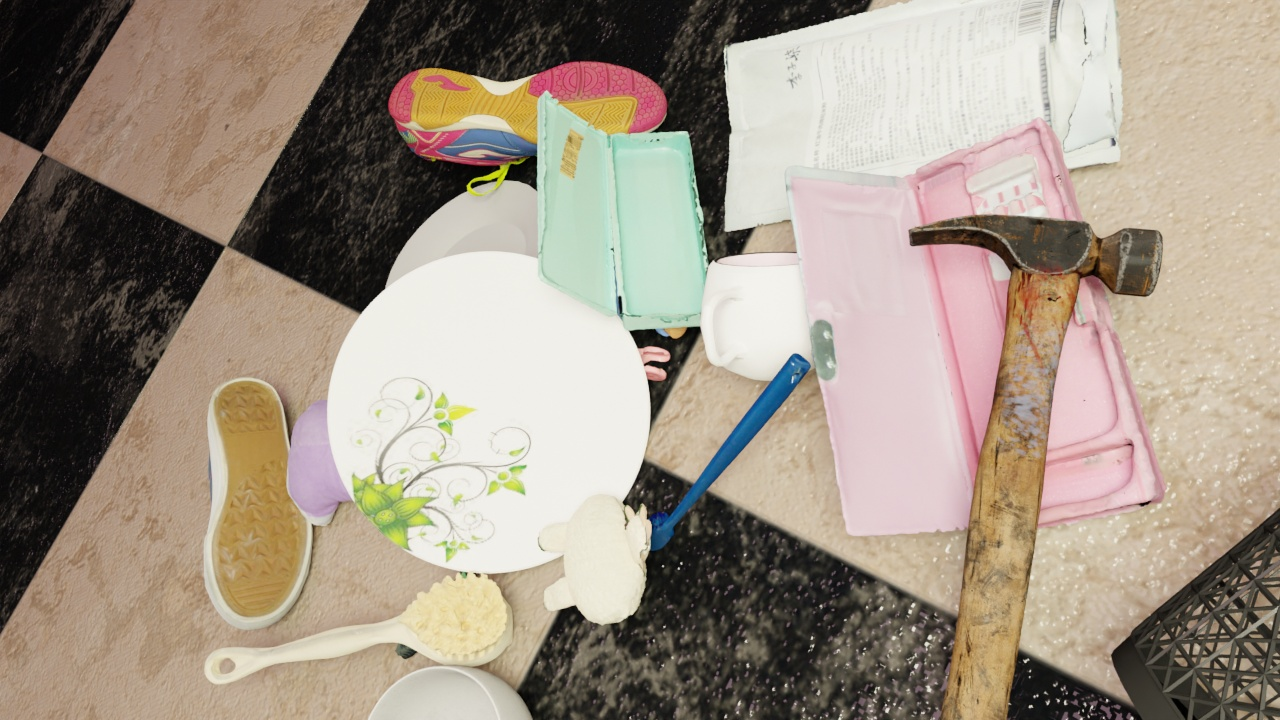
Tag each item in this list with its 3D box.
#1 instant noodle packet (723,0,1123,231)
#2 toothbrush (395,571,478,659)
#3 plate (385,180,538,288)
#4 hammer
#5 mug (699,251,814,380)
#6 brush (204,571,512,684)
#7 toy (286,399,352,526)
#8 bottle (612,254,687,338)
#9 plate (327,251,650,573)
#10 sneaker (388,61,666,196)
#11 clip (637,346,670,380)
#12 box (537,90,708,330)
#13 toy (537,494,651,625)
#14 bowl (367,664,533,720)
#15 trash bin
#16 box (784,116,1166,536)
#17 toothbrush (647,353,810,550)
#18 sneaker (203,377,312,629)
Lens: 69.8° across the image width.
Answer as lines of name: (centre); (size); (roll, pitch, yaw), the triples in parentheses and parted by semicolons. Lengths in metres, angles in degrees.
instant noodle packet: (0.177, -0.175, 0.627); (0.270, 0.057, 0.146); (-3, 81, 36)
toothbrush: (-0.124, 0.153, 0.695); (0.014, 0.017, 0.188); (40, 92, 30)
plate: (-0.151, -0.085, 0.807); (0.173, 0.019, 0.172); (-18, 51, 22)
hammer: (0.166, 0.085, 0.445); (0.120, 0.033, 0.330); (9, 77, 22)
mug: (0.074, -0.025, 0.581); (0.090, 0.123, 0.076); (7, 107, 35)
brush: (-0.214, 0.206, 0.672); (0.273, 0.077, 0.061); (-15, 49, 19)
toy: (-0.210, 0.070, 0.749); (0.210, 0.085, 0.137); (-6, 64, 36)
bottle: (-0.015, -0.050, 0.695); (0.131, 0.048, 0.048); (32, 88, 39)
plate: (-0.108, 0.037, 0.668); (0.229, 0.030, 0.229); (0, 88, -1)
sneaker: (-0.094, -0.208, 0.804); (0.242, 0.091, 0.116); (5, 60, 12)
clip: (-0.006, 0.010, 0.680); (0.060, 0.023, 0.041); (6, 75, 41)
box: (-0.017, -0.108, 0.671); (0.056, 0.138, 0.186); (118, 155, -49)
toy: (-0.024, 0.131, 0.615); (0.113, 0.050, 0.087); (-27, 58, 28)
bowl: (-0.120, 0.272, 0.606); (0.132, 0.064, 0.131); (-14, 62, 28)
trash bin: (0.323, 0.102, 0.311); (0.244, 0.216, 0.216); (-43, 52, 18)
box: (0.181, -0.017, 0.528); (0.173, 0.075, 0.232); (-8, 68, 11)
toothbrush: (0.047, 0.061, 0.569); (0.190, 0.016, 0.017); (-56, 36, 38)
sneaker: (-0.349, 0.132, 0.828); (0.079, 0.087, 0.235); (-54, 45, 47)
